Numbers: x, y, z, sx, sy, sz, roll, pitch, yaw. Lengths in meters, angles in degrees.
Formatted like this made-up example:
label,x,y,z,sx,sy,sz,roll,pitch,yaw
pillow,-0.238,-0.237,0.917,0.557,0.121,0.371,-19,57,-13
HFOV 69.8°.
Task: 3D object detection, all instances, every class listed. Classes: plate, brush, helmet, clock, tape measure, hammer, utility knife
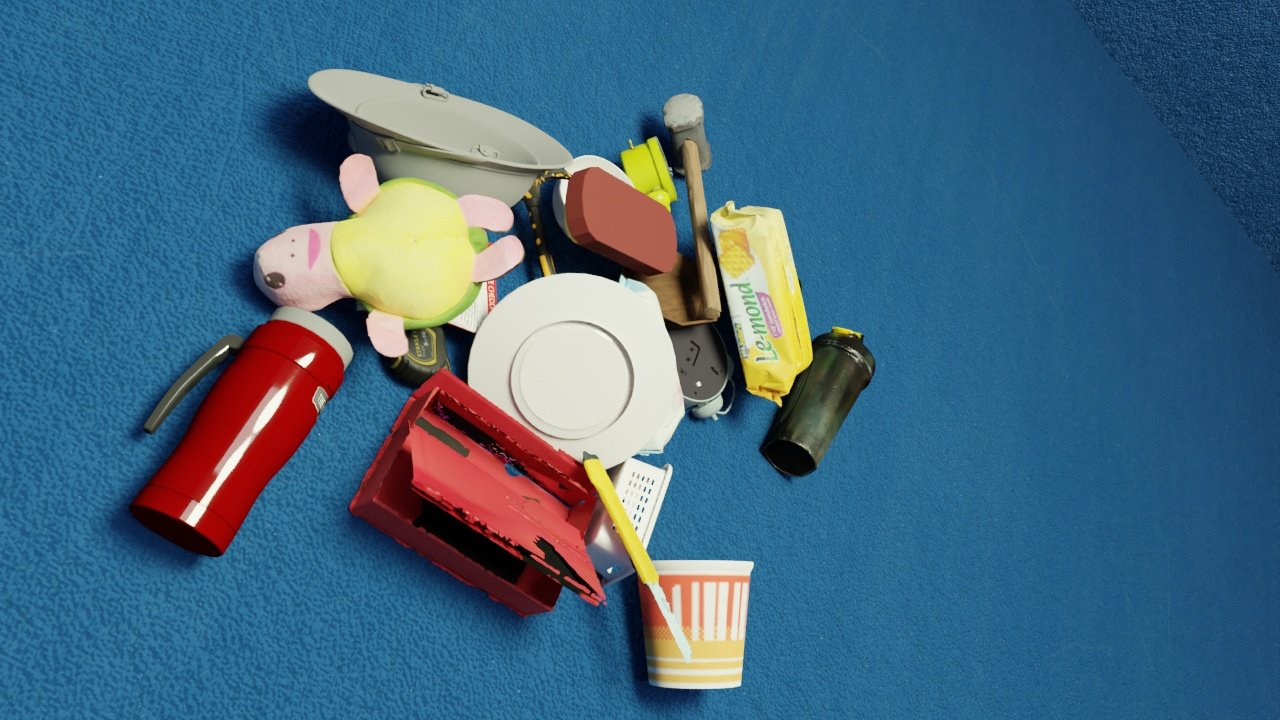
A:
label,x,y,z,sx,sy,sz,roll,pitch,yaw
plate,-0.067,0.018,0.913,0.208,0.209,0.015,48,6,-14
brush,-0.025,-0.148,1.008,0.173,0.042,0.082,18,68,-52
helmet,-0.207,-0.194,0.925,0.270,0.118,0.183,5,32,-36
plate,0.032,-0.082,1.080,0.131,0.025,0.131,16,44,-16
clock,0.056,0.004,1.104,0.159,0.045,0.122,39,51,-22
clock,0.015,-0.217,1.134,0.083,0.057,0.119,45,26,-84
tape measure,-0.216,-0.006,0.888,0.061,0.034,0.061,9,54,-41
hammer,-0.089,-0.061,0.997,0.123,0.036,0.320,-13,83,-7
utility knife,-0.003,0.185,0.883,0.030,0.019,0.224,5,49,-56
hammer,0.070,-0.190,1.129,0.098,0.052,0.327,71,12,-55

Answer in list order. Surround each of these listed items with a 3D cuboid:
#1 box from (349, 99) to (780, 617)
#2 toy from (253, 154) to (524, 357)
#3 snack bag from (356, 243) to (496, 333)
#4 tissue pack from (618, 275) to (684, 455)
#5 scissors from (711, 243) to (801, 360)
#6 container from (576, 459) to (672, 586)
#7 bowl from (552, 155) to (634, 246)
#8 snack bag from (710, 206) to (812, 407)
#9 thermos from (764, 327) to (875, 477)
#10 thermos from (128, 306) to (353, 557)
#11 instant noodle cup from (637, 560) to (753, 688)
label,x,y,z,sx,sy,sz,roll,pitch,yaw
box,-0.055,0.000,0.889,0.214,0.171,0.478,39,89,-22
toy,-0.226,-0.093,0.831,0.238,0.088,0.190,-13,84,-13
snack bag,-0.209,-0.087,0.917,0.144,0.039,0.130,13,51,-30
tissue pack,-0.006,0.006,0.985,0.111,0.070,0.182,-45,125,-62
scissors,0.164,-0.085,1.253,0.203,0.015,0.201,-27,91,-44
container,-0.021,0.161,0.952,0.049,0.081,0.129,31,54,-13
bowl,-0.058,-0.178,1.080,0.114,0.051,0.114,14,65,-33
snack bag,0.155,-0.077,1.127,0.159,0.068,0.247,-31,108,-70
thermos,0.238,0.049,1.206,0.098,0.098,0.220,47,53,-14
thermos,-0.327,0.048,0.743,0.108,0.084,0.198,28,56,-7
instant noodle cup,0.056,0.270,0.946,0.123,0.124,0.121,11,73,-36
